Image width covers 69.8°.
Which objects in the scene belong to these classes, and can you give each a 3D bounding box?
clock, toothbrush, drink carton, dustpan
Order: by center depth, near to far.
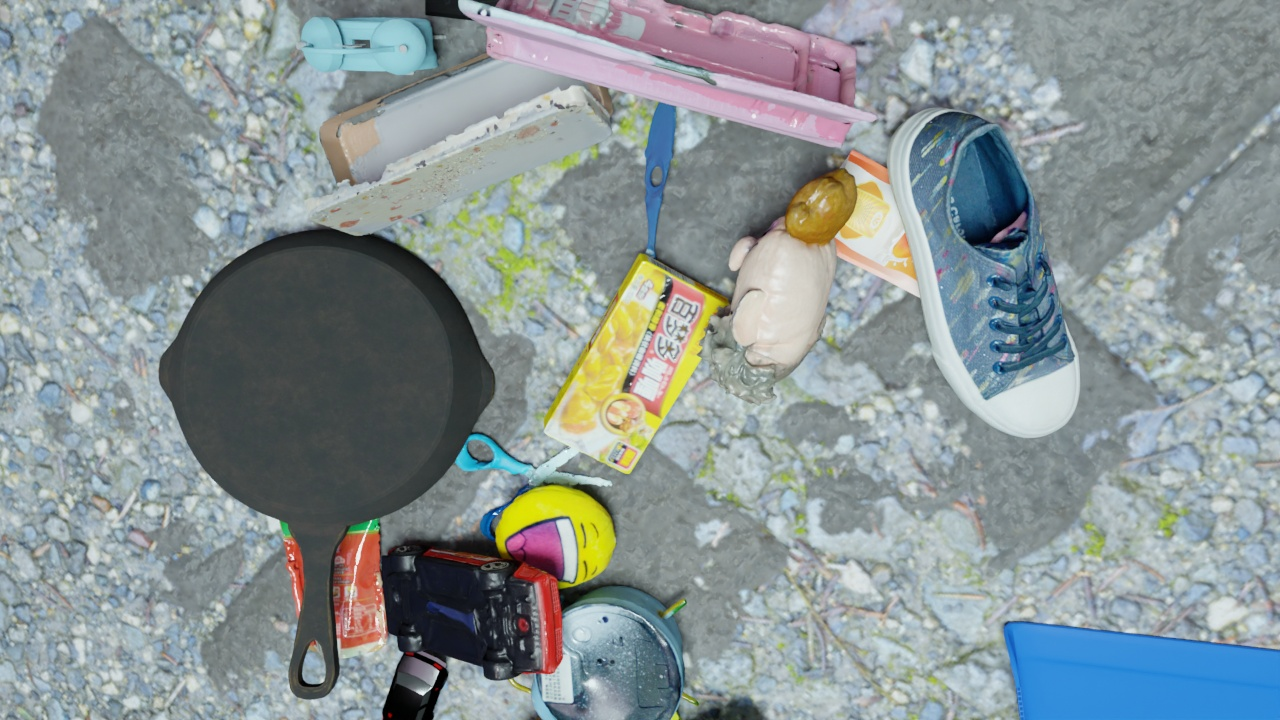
[{"bbox_3d":[-0.184,-0.212,0.627,0.087,0.123,0.042,5,113,10],"label":"clock"},{"bbox_3d":[0.182,-0.085,0.630,0.122,0.038,0.069,26,105,-1],"label":"drink carton"},{"bbox_3d":[0.011,-0.123,0.661,0.021,0.016,0.132,11,104,17],"label":"toothbrush"},{"bbox_3d":[0.381,0.332,0.662,0.246,0.059,0.258,4,103,10],"label":"dustpan"},{"bbox_3d":[-0.038,0.236,0.722,0.162,0.060,0.118,-2,100,12],"label":"clock"}]

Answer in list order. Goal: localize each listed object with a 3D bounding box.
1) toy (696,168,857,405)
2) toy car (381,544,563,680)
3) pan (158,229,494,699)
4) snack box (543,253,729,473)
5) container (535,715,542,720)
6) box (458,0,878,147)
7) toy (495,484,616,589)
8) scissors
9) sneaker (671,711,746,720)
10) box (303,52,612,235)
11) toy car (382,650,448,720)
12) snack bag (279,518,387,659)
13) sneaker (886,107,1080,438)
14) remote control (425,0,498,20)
[{"bbox_3d":[0.089,-0.047,0.599,0.076,0.132,0.176,29,123,13],"label":"toy"},{"bbox_3d":[-0.135,0.189,0.709,0.190,0.056,0.081,-2,93,38],"label":"toy car"},{"bbox_3d":[-0.238,0.078,0.683,0.248,0.043,0.356,3,90,-7],"label":"pan"},{"bbox_3d":[-0.004,0.004,0.676,0.075,0.025,0.152,27,106,-13],"label":"snack box"},{"bbox_3d":[-0.085,0.343,0.751,0.063,0.061,0.114,31,108,4],"label":"container"},{"bbox_3d":[0.019,-0.179,0.557,0.233,0.179,0.059,16,120,0],"label":"box"},{"bbox_3d":[-0.065,0.137,0.710,0.094,0.041,0.096,0,118,0],"label":"toy"},{"bbox_3d":[-0.083,0.102,0.731,0.132,0.015,0.110,3,100,5],"label":"scissors"},{"bbox_3d":[0.023,0.363,0.735,0.116,0.090,0.243,46,125,5],"label":"sneaker"},{"bbox_3d":[-0.131,-0.168,0.654,0.216,0.094,0.107,-18,71,14],"label":"box"},{"bbox_3d":[-0.195,0.287,0.776,0.042,0.036,0.092,22,105,6],"label":"toy car"},{"bbox_3d":[-0.256,0.169,0.766,0.087,0.044,0.155,-6,96,7],"label":"snack bag"},{"bbox_3d":[0.227,-0.048,0.586,0.087,0.079,0.235,-26,104,-1],"label":"sneaker"},{"bbox_3d":[-0.097,-0.261,0.657,0.125,0.010,0.039,5,102,11],"label":"remote control"}]
